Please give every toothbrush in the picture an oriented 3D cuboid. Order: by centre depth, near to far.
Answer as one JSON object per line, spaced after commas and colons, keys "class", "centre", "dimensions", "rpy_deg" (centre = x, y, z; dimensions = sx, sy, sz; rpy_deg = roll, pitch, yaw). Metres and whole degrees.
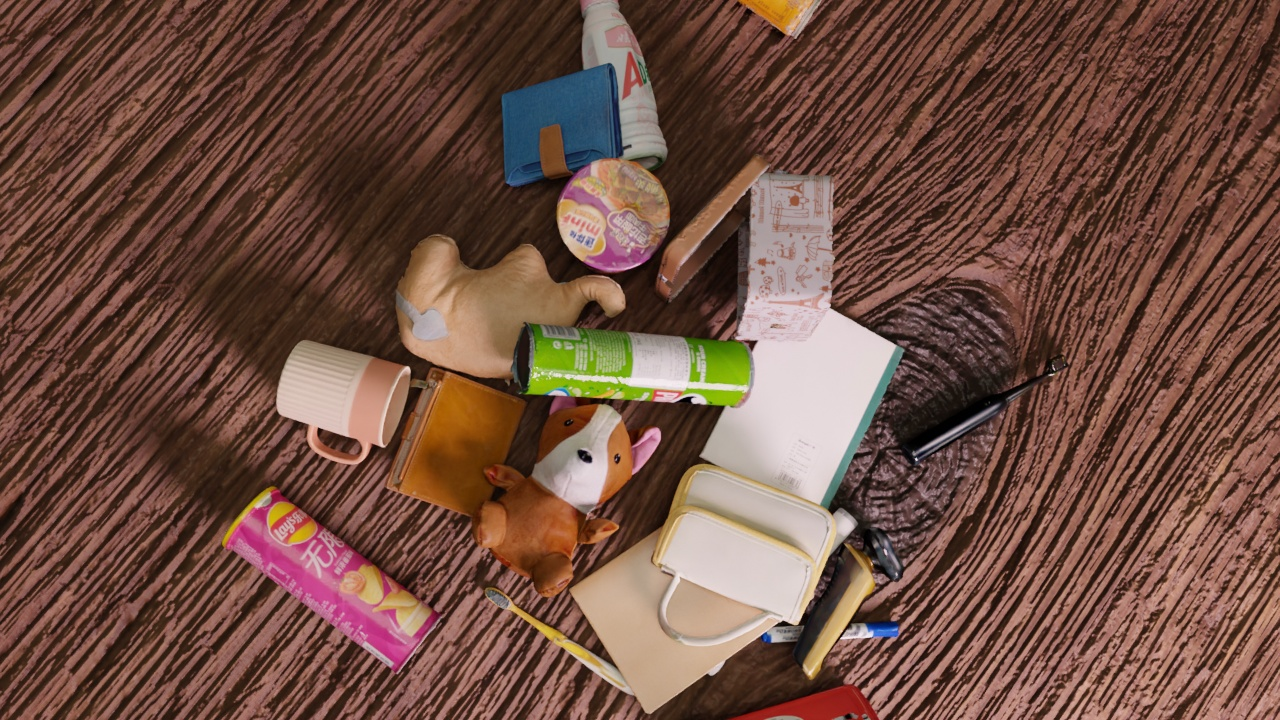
{"class": "toothbrush", "centre": [-0.079, 0.287, 0.933], "dimensions": [0.191, 0.018, 0.016], "rpy_deg": [35, 84, -2]}
{"class": "toothbrush", "centre": [0.145, 0.242, 0.956], "dimensions": [0.221, 0.026, 0.027], "rpy_deg": [-46, 112, -8]}
{"class": "toothbrush", "centre": [0.378, 0.051, 0.998], "dimensions": [0.212, 0.026, 0.027], "rpy_deg": [-29, 110, -8]}

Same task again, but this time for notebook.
{"class": "notebook", "centre": [0.052, 0.238, 0.940], "dimensions": [0.207, 0.008, 0.148], "rpy_deg": [-33, 75, -7]}
{"class": "notebook", "centre": [0.175, 0.044, 0.985], "dimensions": [0.150, 0.012, 0.209], "rpy_deg": [28, 83, -3]}

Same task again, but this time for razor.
{"class": "razor", "centre": [0.210, 0.249, 0.938], "dimensions": [0.067, 0.062, 0.167], "rpy_deg": [31, 78, 18]}

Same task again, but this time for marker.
{"class": "marker", "centre": [0.199, 0.285, 0.963], "dimensions": [0.145, 0.017, 0.017], "rpy_deg": [-1, 85, -6]}

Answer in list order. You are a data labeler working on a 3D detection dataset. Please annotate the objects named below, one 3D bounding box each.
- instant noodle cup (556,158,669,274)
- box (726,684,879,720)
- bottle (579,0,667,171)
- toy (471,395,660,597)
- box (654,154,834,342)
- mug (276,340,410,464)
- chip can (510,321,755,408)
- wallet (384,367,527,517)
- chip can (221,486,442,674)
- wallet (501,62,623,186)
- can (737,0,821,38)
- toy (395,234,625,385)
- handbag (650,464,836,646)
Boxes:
{"class": "instant noodle cup", "centre": [-0.030, -0.137, 0.938], "dimensions": [0.111, 0.099, 0.111], "rpy_deg": [1, 84, -5]}
{"class": "box", "centre": [0.141, 0.402, 0.924], "dimensions": [0.201, 0.095, 0.099], "rpy_deg": [-14, 113, -8]}
{"class": "bottle", "centre": [-0.025, -0.297, 0.971], "dimensions": [0.068, 0.068, 0.197], "rpy_deg": [-12, 83, -7]}
{"class": "toy", "centre": [-0.076, 0.119, 0.904], "dimensions": [0.140, 0.131, 0.199], "rpy_deg": [38, 73, -1]}
{"class": "box", "centre": [0.092, -0.107, 0.902], "dimensions": [0.168, 0.182, 0.150], "rpy_deg": [0, 80, 2]}
{"class": "mug", "centre": [-0.295, 0.045, 0.909], "dimensions": [0.106, 0.081, 0.115], "rpy_deg": [16, 108, -2]}
{"class": "chip can", "centre": [-0.005, 0.005, 0.908], "dimensions": [0.235, 0.072, 0.072], "rpy_deg": [5, 84, -22]}
{"class": "wallet", "centre": [-0.190, 0.082, 0.925], "dimensions": [0.119, 0.035, 0.130], "rpy_deg": [22, 83, -15]}
{"class": "chip can", "centre": [-0.297, 0.214, 0.893], "dimensions": [0.210, 0.071, 0.071], "rpy_deg": [37, 82, -2]}
{"class": "wallet", "centre": [-0.084, -0.240, 0.944], "dimensions": [0.133, 0.040, 0.106], "rpy_deg": [-7, 83, 28]}
{"class": "can", "centre": [0.125, -0.416, 1.000], "dimensions": [0.146, 0.058, 0.058], "rpy_deg": [34, 82, -2]}
{"class": "toy", "centre": [-0.131, -0.046, 0.924], "dimensions": [0.226, 0.082, 0.143], "rpy_deg": [6, 108, -7]}
{"class": "handbag", "centre": [0.094, 0.205, 0.915], "dimensions": [0.163, 0.063, 0.178], "rpy_deg": [21, 79, 10]}
